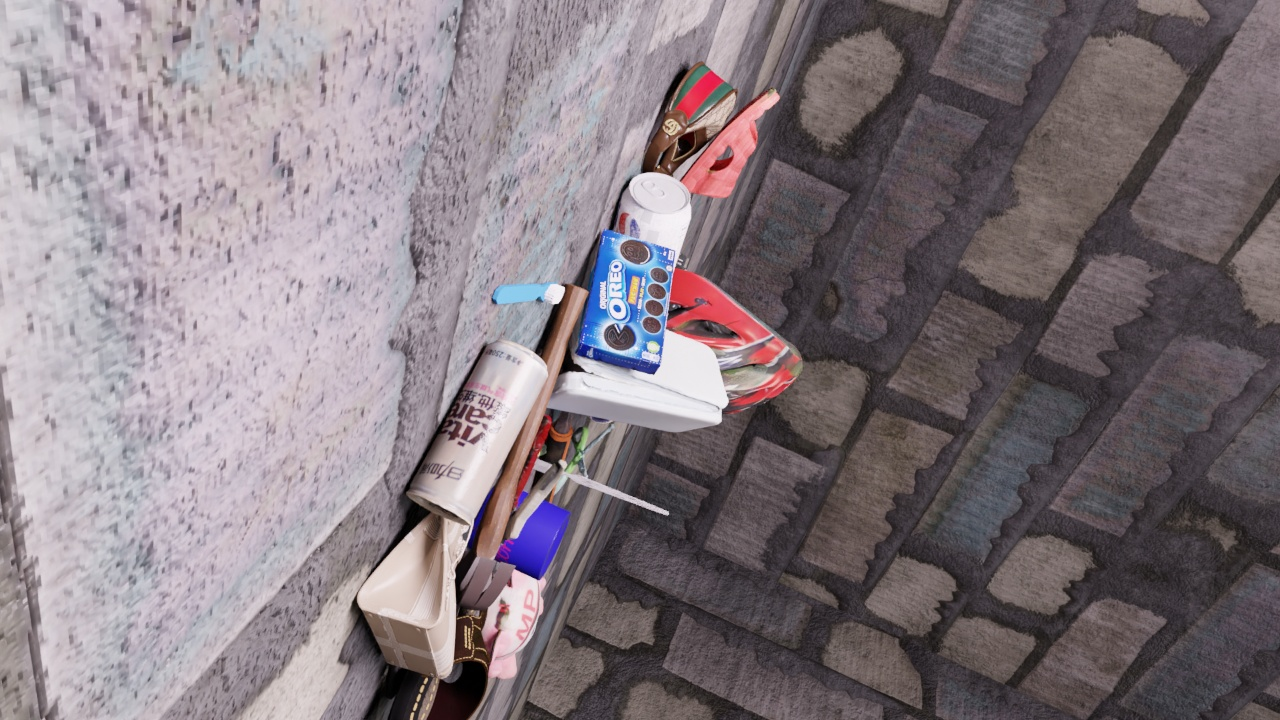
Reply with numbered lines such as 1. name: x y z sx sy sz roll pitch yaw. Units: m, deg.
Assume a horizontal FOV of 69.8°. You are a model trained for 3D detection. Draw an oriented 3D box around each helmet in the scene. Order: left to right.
1. helmet: 0.073 -0.028 1.152 0.167 0.272 0.217 -58 145 -7

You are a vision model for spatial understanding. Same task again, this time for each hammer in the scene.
1. hammer: -0.115 0.082 0.881 0.115 0.033 0.323 14 -96 69
2. hammer: -0.100 0.094 1.170 0.137 0.035 0.315 -61 173 -47

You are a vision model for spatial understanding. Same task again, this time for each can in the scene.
1. can: -0.121 0.053 0.693 0.054 0.054 0.135 99 16 -68
2. can: 0.006 -0.132 1.011 0.136 0.078 0.078 108 8 -47

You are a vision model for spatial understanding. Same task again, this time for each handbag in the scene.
1. handbag: -0.163 0.148 0.778 0.176 0.062 0.197 105 2 -59
2. handbag: 0.049 -0.263 1.053 0.138 0.063 0.166 -50 179 3

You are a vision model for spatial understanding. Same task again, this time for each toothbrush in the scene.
1. toothbrush: -0.089 -0.054 0.755 0.166 0.014 0.016 -31 144 -79
2. toothbrush: -0.053 0.149 1.075 0.010 0.181 0.010 -45 153 -67

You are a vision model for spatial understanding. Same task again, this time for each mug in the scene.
1. mug: -0.127 0.181 1.003 0.111 0.083 0.079 -41 154 -77

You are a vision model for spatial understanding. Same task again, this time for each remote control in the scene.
1. remote control: -0.224 0.279 0.872 0.046 0.009 0.125 -60 172 -49

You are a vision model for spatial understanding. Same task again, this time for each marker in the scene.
1. marker: -0.128 0.107 1.034 0.146 0.017 0.017 -6 119 -84

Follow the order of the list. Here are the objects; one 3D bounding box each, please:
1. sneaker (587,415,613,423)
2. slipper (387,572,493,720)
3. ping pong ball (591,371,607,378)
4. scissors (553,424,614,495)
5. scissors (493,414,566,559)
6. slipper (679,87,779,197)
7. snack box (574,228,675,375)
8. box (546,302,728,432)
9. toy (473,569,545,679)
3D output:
1. sneaker: -0.015 -0.016 1.282 0.233 0.091 0.118 -60 174 19
2. slipper: -0.184 0.301 0.921 0.267 0.076 0.113 -73 -176 -67
3. ping pong ball: -0.054 0.012 1.220 0.040 0.040 0.040 26 88 -84
4. scissors: -0.089 0.143 1.307 0.168 0.023 0.171 -49 -166 7
5. scissors: -0.120 0.141 0.905 0.180 0.015 0.187 -25 -130 56
6. slipper: 0.087 -0.222 1.114 0.249 0.059 0.103 -47 -172 17
7. snack box: -0.014 -0.061 0.920 0.027 0.082 0.150 120 -18 -53
8. box: -0.003 0.000 0.980 0.107 0.215 0.124 -10 -109 51
9. toy: -0.176 0.336 1.188 0.213 0.084 0.141 105 8 -66
